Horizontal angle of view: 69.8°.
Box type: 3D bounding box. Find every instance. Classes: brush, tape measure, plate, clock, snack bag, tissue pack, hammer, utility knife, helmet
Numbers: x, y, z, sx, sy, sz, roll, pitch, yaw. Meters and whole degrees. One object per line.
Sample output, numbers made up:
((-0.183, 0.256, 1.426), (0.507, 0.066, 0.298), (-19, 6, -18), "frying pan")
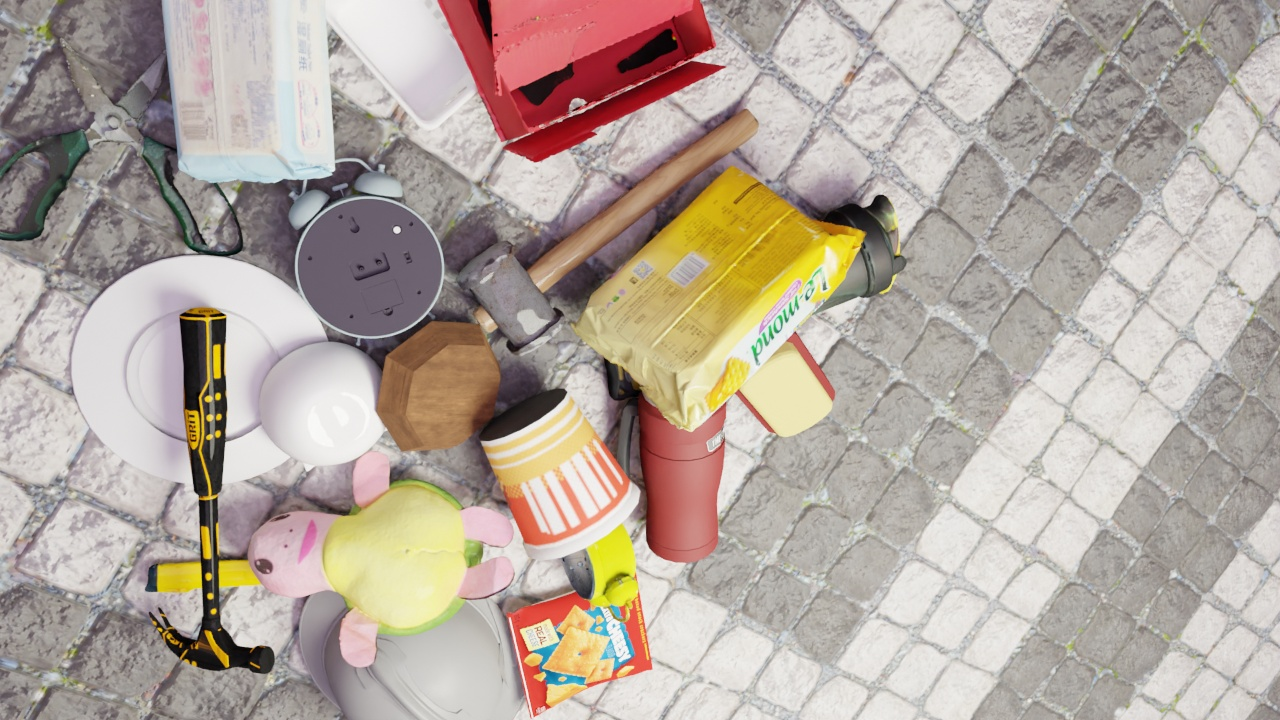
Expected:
((0.140, 0.024, 0.919), (0.082, 0.041, 0.173), (-32, 141, 10), "brush")
((-0.005, 0.005, 0.910), (0.061, 0.034, 0.062), (-17, 111, -16), "tape measure")
((-0.376, 0.013, 0.796), (0.208, 0.015, 0.209), (-5, 107, -17), "plate")
((-0.041, 0.207, 0.923), (0.057, 0.083, 0.119), (-15, 83, -26), "clock")
((0.067, -0.070, 0.833), (0.247, 0.159, 0.068), (-45, 151, -12), "snack bag")
((-0.299, -0.228, 0.703), (0.112, 0.069, 0.182), (4, 102, 16), "tissue pack")
((-0.062, 0.298, 0.974), (0.143, 0.039, 0.131), (-16, 108, -21), "snack bag")
((-0.176, 0.027, 0.835), (0.131, 0.025, 0.131), (-21, 122, -38), "plate")
((-0.020, -0.135, 0.861), (0.328, 0.052, 0.098), (-39, 114, -8), "hammer")
((-0.239, -0.095, 0.796), (0.122, 0.045, 0.159), (-21, 110, -12), "clock")
((-0.340, 0.200, 0.863), (0.224, 0.019, 0.030), (2, 110, -18), "utility knife")
((-0.208, 0.317, 0.888), (0.183, 0.118, 0.271), (-40, 116, -4), "helmet")
((-0.372, 0.114, 0.784), (0.123, 0.036, 0.321), (6, 100, 17), "hammer")

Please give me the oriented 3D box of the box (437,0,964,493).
((0.050, -0.150, 0.738), (0.213, 0.171, 0.478), (-31, 71, -24), "box")

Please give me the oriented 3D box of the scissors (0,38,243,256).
((-0.410, -0.145, 0.740), (0.204, 0.015, 0.202), (38, 93, -23), "scissors")

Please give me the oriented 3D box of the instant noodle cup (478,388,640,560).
((-0.083, 0.102, 0.872), (0.123, 0.123, 0.121), (-29, 105, -9), "instant noodle cup")

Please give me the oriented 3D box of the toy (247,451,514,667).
((-0.235, 0.179, 0.837), (0.238, 0.088, 0.190), (0, 73, -10), "toy")

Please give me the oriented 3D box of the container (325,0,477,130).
((-0.193, -0.264, 0.758), (0.080, 0.049, 0.129), (-42, 114, -3), "container")

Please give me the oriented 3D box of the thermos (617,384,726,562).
((0.030, 0.098, 0.912), (0.108, 0.083, 0.199), (9, 122, 18), "thermos")

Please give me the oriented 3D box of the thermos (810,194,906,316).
((0.155, -0.080, 0.911), (0.220, 0.098, 0.098), (-25, 112, -7), "thermos")

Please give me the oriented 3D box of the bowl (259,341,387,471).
((-0.273, 0.045, 0.811), (0.114, 0.050, 0.115), (-10, 113, -26), "bowl")
